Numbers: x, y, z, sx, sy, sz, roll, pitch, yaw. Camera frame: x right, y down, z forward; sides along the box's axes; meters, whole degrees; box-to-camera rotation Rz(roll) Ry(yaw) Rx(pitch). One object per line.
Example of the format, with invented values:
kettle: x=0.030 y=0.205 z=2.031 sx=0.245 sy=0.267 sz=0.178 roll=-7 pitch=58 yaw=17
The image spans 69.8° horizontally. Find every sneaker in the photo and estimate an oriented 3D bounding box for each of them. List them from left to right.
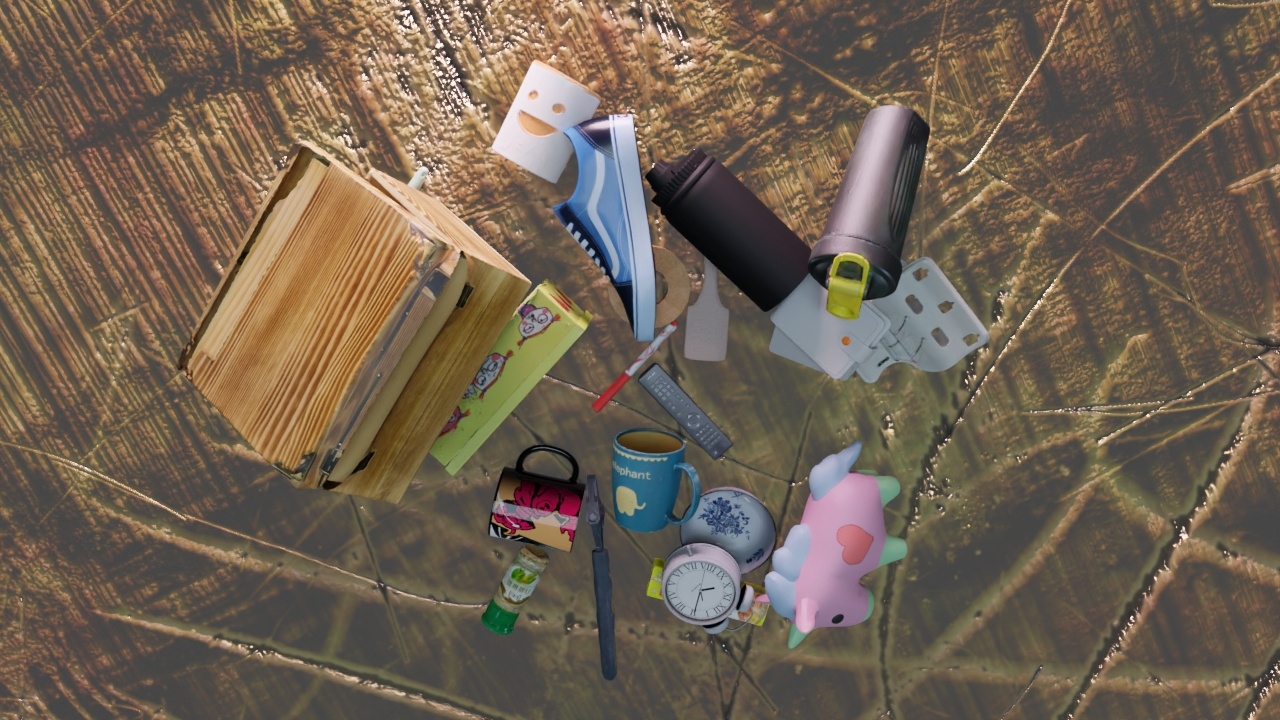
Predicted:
sneaker: x=-0.038 y=-0.135 z=0.984 sx=0.098 sy=0.083 sz=0.241 roll=-9 pitch=102 yaw=3

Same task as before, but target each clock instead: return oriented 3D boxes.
clock: x=0.079 y=0.270 z=1.073 sx=0.122 sy=0.035 sz=0.095 roll=43 pitch=108 yaw=-7

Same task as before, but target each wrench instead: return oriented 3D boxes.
wrench: x=-0.046 y=0.263 z=1.100 sx=0.022 sy=0.073 sz=0.273 roll=-3 pitch=106 yaw=2

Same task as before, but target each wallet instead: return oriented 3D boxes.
wallet: x=0.204 y=-0.033 z=1.031 sx=0.118 sy=0.037 sz=0.115 roll=46 pitch=116 yaw=21

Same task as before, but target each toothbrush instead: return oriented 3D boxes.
toothbrush: x=-0.287 y=-0.156 z=1.048 sx=0.022 sy=0.015 sz=0.155 roll=31 pitch=100 yaw=-36

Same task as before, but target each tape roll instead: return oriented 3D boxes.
tape roll: x=0.010 y=-0.085 z=1.052 sx=0.094 sy=0.027 sz=0.094 roll=0 pitch=100 yaw=0

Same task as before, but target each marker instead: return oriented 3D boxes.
marker: x=-0.006 y=0.006 z=1.076 sx=0.013 sy=0.012 sz=0.142 roll=42 pitch=98 yaw=-7

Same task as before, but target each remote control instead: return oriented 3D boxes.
remote control: x=0.053 y=0.060 z=1.084 sx=0.032 sy=0.015 sz=0.136 roll=-42 pitch=100 yaw=7

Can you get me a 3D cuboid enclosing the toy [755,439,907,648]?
toy: x=0.217 y=0.209 z=1.057 sx=0.171 sy=0.120 sz=0.222 roll=-10 pitch=97 yaw=-18

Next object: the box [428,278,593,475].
box: x=-0.153 y=0.013 z=1.025 sx=0.221 sy=0.124 sz=0.079 roll=-44 pitch=97 yaw=6

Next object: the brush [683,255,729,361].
brush: x=0.079 y=-0.067 z=1.063 sx=0.050 sy=0.015 sz=0.136 roll=4 pitch=95 yaw=-1

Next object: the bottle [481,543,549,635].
bottle: x=-0.150 y=0.278 z=1.112 sx=0.043 sy=0.043 sz=0.111 roll=29 pitch=99 yaw=-5

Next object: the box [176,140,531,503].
box: x=-0.290 y=-0.034 z=0.927 sx=0.192 sy=0.251 sz=0.279 roll=25 pitch=102 yaw=-49

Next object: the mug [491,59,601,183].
mug: x=-0.102 y=-0.257 z=0.994 sx=0.082 sy=0.082 sz=0.105 roll=28 pitch=100 yaw=-5

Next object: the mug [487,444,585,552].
mug: x=-0.117 y=0.157 z=1.078 sx=0.098 sy=0.082 sz=0.117 roll=12 pitch=73 yaw=-2

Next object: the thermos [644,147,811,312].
thermos: x=0.094 y=-0.152 z=1.009 sx=0.198 sy=0.086 sz=0.086 roll=42 pitch=98 yaw=-7

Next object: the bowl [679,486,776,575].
bowl: x=0.104 y=0.195 z=1.089 sx=0.114 sy=0.045 sz=0.114 roll=2 pitch=109 yaw=6

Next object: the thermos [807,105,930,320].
thermos: x=0.244 y=-0.159 z=0.969 sx=0.098 sy=0.098 sz=0.220 roll=22 pitch=75 yaw=-3

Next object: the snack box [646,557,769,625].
snack box: x=0.082 y=0.281 z=1.117 sx=0.148 sy=0.029 sz=0.040 roll=15 pitch=100 yaw=-2

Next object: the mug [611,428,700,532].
mug: x=0.018 y=0.145 z=1.058 sx=0.112 sy=0.084 sz=0.104 roll=17 pitch=110 yaw=32

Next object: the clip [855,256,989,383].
clip: x=0.303 y=-0.040 z=1.052 sx=0.152 sy=0.101 sz=0.126 roll=-35 pitch=98 yaw=35
